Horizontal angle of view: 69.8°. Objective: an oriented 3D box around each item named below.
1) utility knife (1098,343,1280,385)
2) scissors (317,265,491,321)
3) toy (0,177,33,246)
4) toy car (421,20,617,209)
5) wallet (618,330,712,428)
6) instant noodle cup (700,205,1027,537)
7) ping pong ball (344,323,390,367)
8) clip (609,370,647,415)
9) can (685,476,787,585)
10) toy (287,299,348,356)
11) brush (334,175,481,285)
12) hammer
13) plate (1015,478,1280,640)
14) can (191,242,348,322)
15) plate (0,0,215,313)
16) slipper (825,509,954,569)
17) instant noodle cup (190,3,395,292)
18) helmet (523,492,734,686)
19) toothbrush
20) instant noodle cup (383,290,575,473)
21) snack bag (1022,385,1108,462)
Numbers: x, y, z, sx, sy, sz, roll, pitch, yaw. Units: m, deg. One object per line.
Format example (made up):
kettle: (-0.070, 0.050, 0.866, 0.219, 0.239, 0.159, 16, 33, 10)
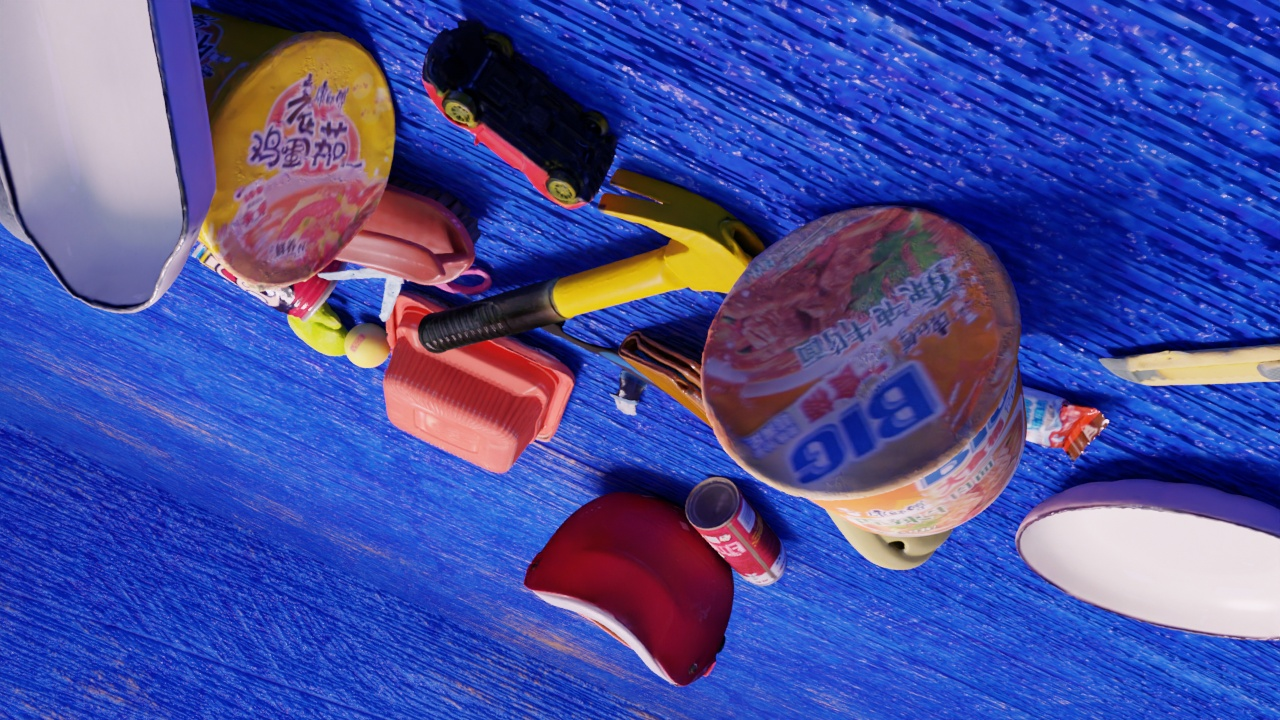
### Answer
utility knife: (0.310, -0.003, 0.412, 0.191, 0.020, 0.031, -12, 143, 44)
scissors: (-0.175, -0.069, 0.658, 0.133, 0.017, 0.130, -1, 142, 13)
toy: (-0.444, -0.145, 0.687, 0.357, 0.091, 0.138, -14, 124, 49)
toy car: (-0.060, -0.120, 0.453, 0.106, 0.049, 0.031, 35, 151, -26)
wallet: (0.055, 0.035, 0.633, 0.130, 0.035, 0.119, 38, 172, -27)
instant noodle cup: (0.121, 0.015, 0.461, 0.152, 0.151, 0.111, 4, 156, 35)
ping pong ball: (-0.245, -0.014, 0.824, 0.040, 0.040, 0.040, 19, 154, 9)
clip: (-0.011, 0.030, 0.735, 0.027, 0.043, 0.058, 19, 162, 4)
can: (0.093, 0.163, 0.862, 0.053, 0.053, 0.133, 4, 148, 35)
toy: (-0.296, -0.034, 0.837, 0.097, 0.031, 0.100, 17, 150, 35)
brush: (-0.173, -0.085, 0.578, 0.146, 0.069, 0.063, 19, 124, 9)
hammer: (-0.049, -0.041, 0.592, 0.302, 0.032, 0.129, -11, 136, 43)
plate: (0.346, 0.123, 0.588, 0.192, 0.039, 0.193, 19, 154, 9)
can: (-0.279, -0.079, 0.696, 0.093, 0.066, 0.067, 36, 152, -25)
plate: (-0.246, -0.154, 0.406, 0.162, 0.034, 0.266, 6, 108, 33)
slipper: (0.158, 0.066, 0.584, 0.082, 0.091, 0.190, -10, 136, 45)
instant noodle cup: (-0.220, -0.124, 0.496, 0.110, 0.137, 0.138, 25, 156, 16)
helmet: (0.008, 0.215, 0.939, 0.207, 0.144, 0.240, 29, 173, 12)
toothbrush: (-0.004, 0.004, 0.691, 0.189, 0.016, 0.014, 29, 145, -17)
instant noodle cup: (-0.149, 0.030, 0.783, 0.164, 0.079, 0.189, 24, 156, -1)
snack bag: (0.210, 0.027, 0.534, 0.104, 0.026, 0.048, 18, 142, 11)
